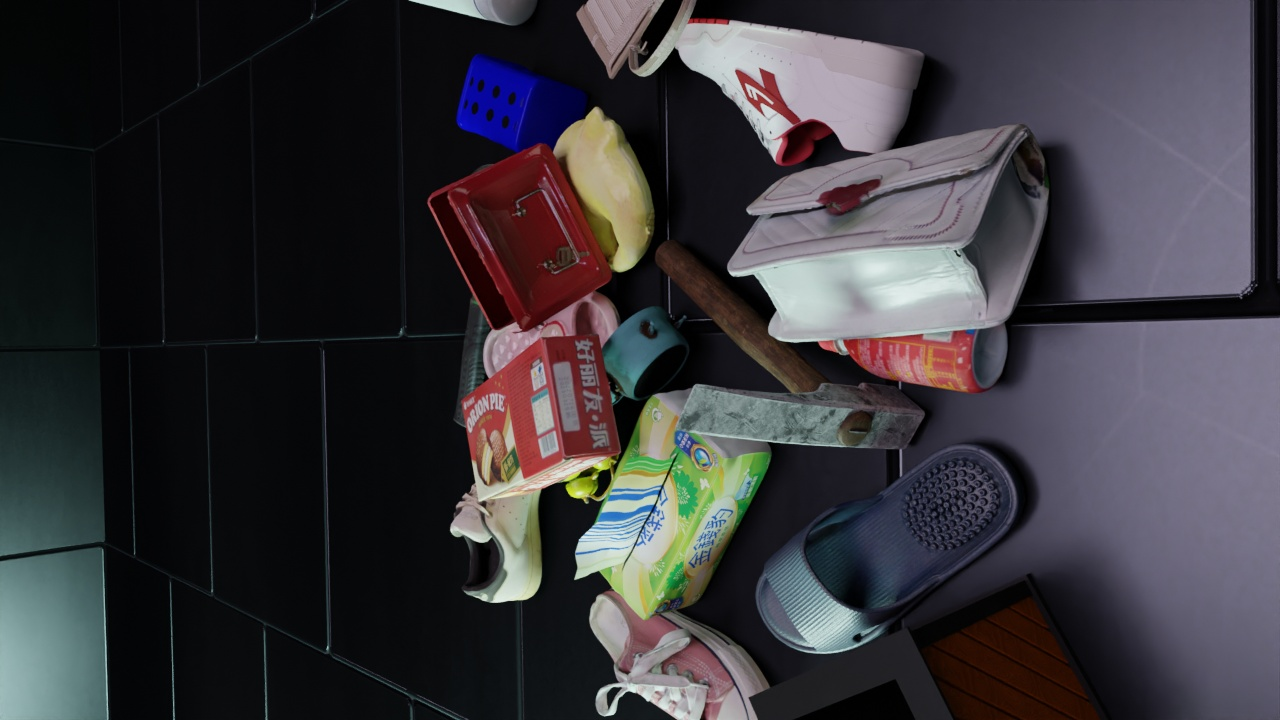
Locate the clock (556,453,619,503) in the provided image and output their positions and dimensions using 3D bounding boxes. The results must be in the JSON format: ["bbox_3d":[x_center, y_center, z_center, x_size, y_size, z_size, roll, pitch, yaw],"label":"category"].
[{"bbox_3d":[-0.066,0.095,0.962,0.119,0.057,0.083,54,127,32],"label":"clock"}]

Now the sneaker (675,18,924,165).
[{"bbox_3d":[0.113,-0.219,0.758,0.237,0.090,0.104,26,117,38],"label":"sneaker"}]

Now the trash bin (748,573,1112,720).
[{"bbox_3d":[0.202,0.250,0.614,0.140,0.171,0.139,-41,63,38],"label":"trash bin"}]

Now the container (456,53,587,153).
[{"bbox_3d":[-0.128,-0.271,0.994,0.114,0.084,0.085,33,113,39],"label":"container"}]

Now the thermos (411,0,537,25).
[{"bbox_3d":[-0.212,-0.446,1.085,0.230,0.067,0.068,31,113,40],"label":"thermos"}]

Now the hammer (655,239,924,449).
[{"bbox_3d":[0.060,-0.029,0.751,0.300,0.217,0.037,50,125,47],"label":"hammer"}]

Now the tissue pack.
[{"bbox_3d":[0.010,0.133,0.827,0.120,0.141,0.198,35,115,39],"label":"tissue pack"}]

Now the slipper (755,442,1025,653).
[{"bbox_3d":[0.172,0.156,0.707,0.264,0.082,0.101,-46,63,36],"label":"slipper"}]

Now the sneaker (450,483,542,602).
[{"bbox_3d":[-0.167,0.156,1.036,0.089,0.102,0.241,3,92,46],"label":"sneaker"}]

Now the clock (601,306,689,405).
[{"bbox_3d":[-0.005,0.005,0.877,0.053,0.089,0.124,46,122,23],"label":"clock"}]

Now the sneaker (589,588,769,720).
[{"bbox_3d":[0.023,0.290,0.858,0.241,0.087,0.118,26,110,43],"label":"sneaker"}]

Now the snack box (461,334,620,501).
[{"bbox_3d":[-0.105,0.062,0.896,0.237,0.060,0.113,-31,68,57],"label":"snack box"}]

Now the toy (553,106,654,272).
[{"bbox_3d":[-0.038,-0.175,0.919,0.170,0.064,0.155,48,142,37],"label":"toy"}]

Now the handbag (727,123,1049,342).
[{"bbox_3d":[0.175,-0.096,0.661,0.199,0.096,0.141,-4,46,46],"label":"handbag"}]

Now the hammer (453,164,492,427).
[{"bbox_3d":[-0.191,-0.075,1.104,0.130,0.032,0.319,21,107,42],"label":"hammer"}]

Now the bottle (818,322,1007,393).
[{"bbox_3d":[0.197,-0.014,0.688,0.138,0.061,0.062,13,100,46],"label":"bottle"}]

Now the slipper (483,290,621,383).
[{"bbox_3d":[-0.100,-0.017,0.993,0.222,0.055,0.106,-9,83,43],"label":"slipper"}]

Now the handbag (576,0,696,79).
[{"bbox_3d":[0.015,-0.322,0.805,0.176,0.062,0.197,-48,31,35],"label":"handbag"}]

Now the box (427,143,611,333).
[{"bbox_3d":[-0.124,-0.122,0.928,0.127,0.136,0.157,2,120,63],"label":"box"}]
